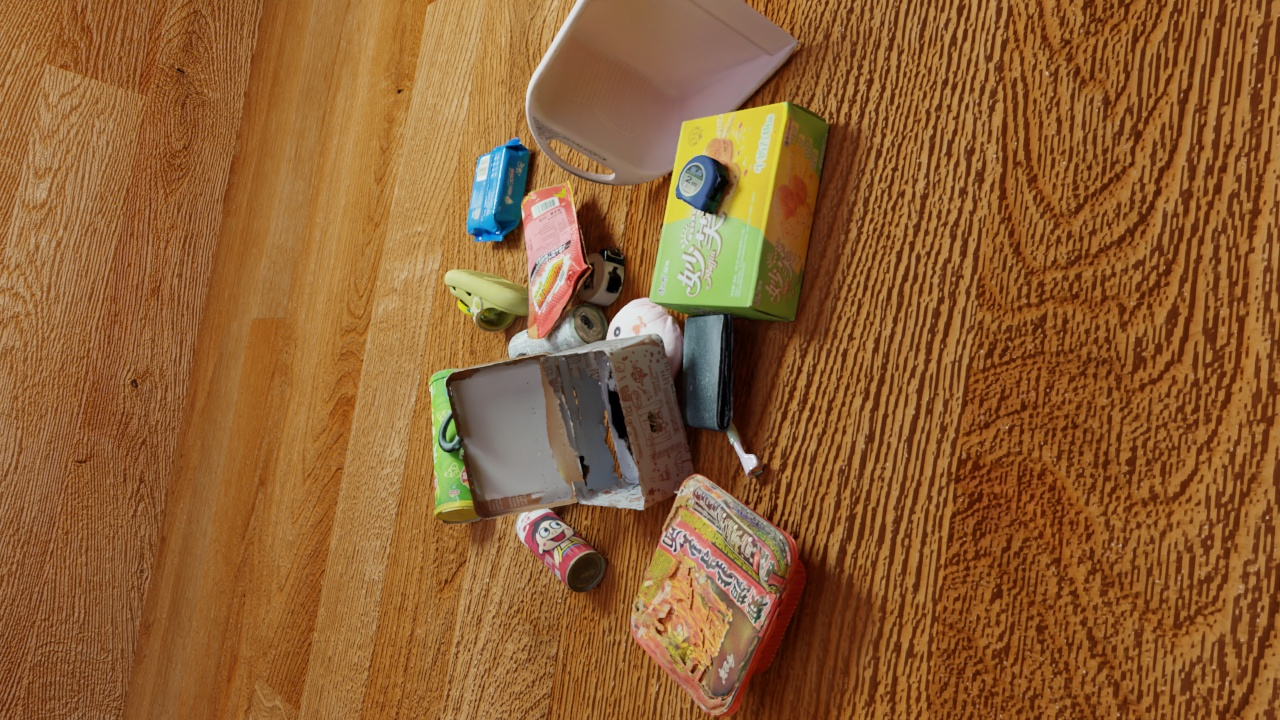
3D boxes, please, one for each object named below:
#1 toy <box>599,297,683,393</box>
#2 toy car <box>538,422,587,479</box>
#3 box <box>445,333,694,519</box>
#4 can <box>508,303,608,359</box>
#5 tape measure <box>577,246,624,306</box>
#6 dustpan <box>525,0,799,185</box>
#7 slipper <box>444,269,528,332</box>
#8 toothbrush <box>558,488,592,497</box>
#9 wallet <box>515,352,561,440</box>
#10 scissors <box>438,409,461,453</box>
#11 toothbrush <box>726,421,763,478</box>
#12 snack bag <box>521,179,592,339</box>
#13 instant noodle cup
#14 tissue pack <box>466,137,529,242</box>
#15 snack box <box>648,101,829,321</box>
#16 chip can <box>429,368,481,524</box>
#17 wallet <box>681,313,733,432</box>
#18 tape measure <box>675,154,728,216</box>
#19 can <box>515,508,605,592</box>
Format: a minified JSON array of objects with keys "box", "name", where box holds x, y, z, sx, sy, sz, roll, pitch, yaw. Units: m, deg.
[{"box":[-0.006,0.006,1.058,0.121,0.054,0.160,55,129,40],"name":"toy"},{"box":[-0.110,0.129,1.142,0.156,0.041,0.071,-36,36,40],"name":"toy car"},{"box":[-0.079,0.075,1.020,0.274,0.124,0.179,-10,96,28],"name":"box"},{"box":[-0.108,-0.027,1.183,0.147,0.058,0.058,-21,64,46],"name":"can"},{"box":[-0.051,-0.103,1.155,0.066,0.033,0.066,-19,65,49],"name":"tape measure"},{"box":[0.003,-0.300,1.009,0.274,0.222,0.138,-14,56,62],"name":"dustpan"},{"box":[-0.218,-0.081,1.311,0.191,0.091,0.081,21,98,48],"name":"slipper"},{"box":[-0.103,0.164,1.156,0.186,0.017,0.012,-16,29,48],"name":"toothbrush"},{"box":[-0.146,0.062,1.199,0.097,0.020,0.122,-40,79,38],"name":"wallet"},{"box":[-0.213,0.085,1.263,0.179,0.019,0.172,-2,76,20],"name":"scissors"},{"box":[0.086,0.040,0.960,0.029,0.021,0.189,97,158,-50],"name":"toothbrush"},{"box":[-0.111,-0.135,1.177,0.129,0.073,0.207,-46,37,31],"name":"snack bag"},{"box":[0.079,0.221,0.870,0.164,0.079,0.189,33,104,50],"name":"instant noodle cup"},{"box":[-0.213,-0.251,1.379,0.095,0.052,0.157,2,82,53],"name":"tissue pack"},{"box":[0.100,-0.150,0.955,0.158,0.070,0.210,7,85,51],"name":"snack box"},{"box":[-0.265,0.119,1.324,0.073,0.072,0.221,-33,56,41],"name":"chip can"},{"box":[0.067,0.012,0.955,0.097,0.019,0.121,-178,90,-68],"name":"wallet"},{"box":[0.063,-0.179,0.930,0.058,0.025,0.054,40,109,44],"name":"tape measure"},{"box":[-0.099,0.224,1.106,0.133,0.053,0.053,29,102,50],"name":"can"}]
